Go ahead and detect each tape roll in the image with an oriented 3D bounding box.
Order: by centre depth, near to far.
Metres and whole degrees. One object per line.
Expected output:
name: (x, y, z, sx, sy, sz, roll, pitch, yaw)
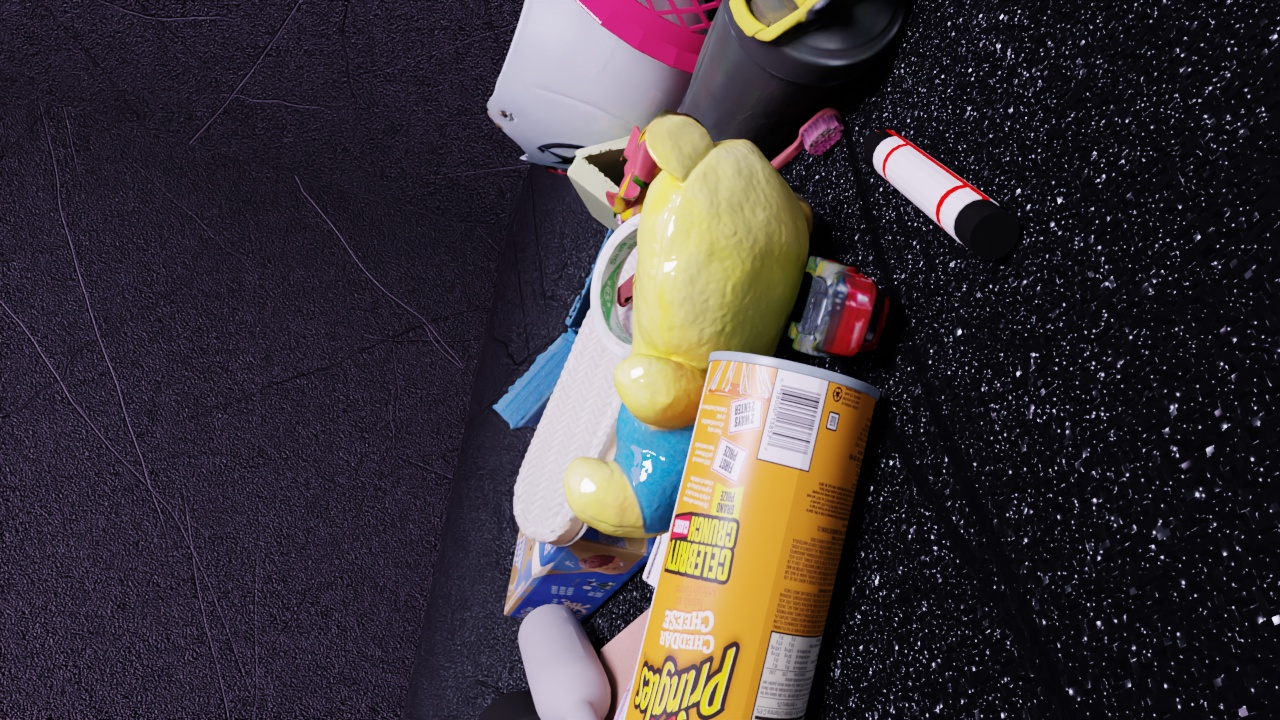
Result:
tape roll: (0.006, -0.046, 0.576, 0.094, 0.018, 0.093, -8, 78, 43)

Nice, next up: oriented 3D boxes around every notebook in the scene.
notebook: (-0.013, 0.269, 0.575, 0.142, 0.008, 0.208, 123, 158, -53)

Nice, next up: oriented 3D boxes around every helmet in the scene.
helmet: (-0.016, -0.283, 0.859, 0.264, 0.164, 0.236, 3, -75, -81)

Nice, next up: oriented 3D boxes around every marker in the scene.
marker: (0.120, -0.078, 0.393, 0.145, 0.019, 0.019, -101, 30, -62)
marker: (0.030, 0.082, 0.582, 0.017, 0.020, 0.133, -133, 59, -70)

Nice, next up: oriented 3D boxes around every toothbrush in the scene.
toothbrush: (0.049, -0.087, 0.566, 0.190, 0.016, 0.016, -38, 42, 33)

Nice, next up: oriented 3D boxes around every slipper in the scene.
slipper: (-0.004, 0.004, 0.631, 0.114, 0.054, 0.272, 27, 87, 48)

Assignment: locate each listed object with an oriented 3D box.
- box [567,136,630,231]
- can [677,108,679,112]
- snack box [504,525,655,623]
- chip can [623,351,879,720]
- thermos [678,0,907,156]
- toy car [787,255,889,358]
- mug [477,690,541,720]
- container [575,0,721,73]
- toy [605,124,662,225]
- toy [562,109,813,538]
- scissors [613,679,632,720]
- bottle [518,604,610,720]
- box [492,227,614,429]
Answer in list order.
box: (-0.021, -0.155, 0.845, 0.188, 0.077, 0.090, -8, -65, -86)
can: (0.044, -0.145, 0.722, 0.130, 0.044, 0.130, -166, 91, -77)
snack box: (-0.046, 0.114, 0.751, 0.203, 0.069, 0.154, 124, 158, -54)
chip can: (0.041, 0.109, 0.390, 0.075, 0.075, 0.215, 173, 111, -76)
thermos: (0.075, -0.178, 0.541, 0.221, 0.098, 0.098, 142, 142, -75)
toy car: (0.089, -0.024, 0.421, 0.091, 0.036, 0.042, -88, 14, -82)
mug: (-0.078, 0.311, 0.679, 0.088, 0.078, 0.113, 152, 104, -72)
container: (0.065, -0.343, 0.624, 0.226, 0.183, 0.182, -52, 25, 42)
toy: (0.002, -0.142, 0.704, 0.084, 0.046, 0.103, 96, -166, -89)
toy: (0.034, -0.009, 0.479, 0.148, 0.084, 0.214, -12, -60, -67)
scissors: (-0.007, 0.186, 0.478, 0.172, 0.013, 0.170, -64, -9, 7)
bottle: (-0.051, 0.224, 0.642, 0.195, 0.052, 0.052, -172, 97, -77)
box: (-0.044, -0.018, 0.808, 0.177, 0.047, 0.231, -57, -6, 3)
